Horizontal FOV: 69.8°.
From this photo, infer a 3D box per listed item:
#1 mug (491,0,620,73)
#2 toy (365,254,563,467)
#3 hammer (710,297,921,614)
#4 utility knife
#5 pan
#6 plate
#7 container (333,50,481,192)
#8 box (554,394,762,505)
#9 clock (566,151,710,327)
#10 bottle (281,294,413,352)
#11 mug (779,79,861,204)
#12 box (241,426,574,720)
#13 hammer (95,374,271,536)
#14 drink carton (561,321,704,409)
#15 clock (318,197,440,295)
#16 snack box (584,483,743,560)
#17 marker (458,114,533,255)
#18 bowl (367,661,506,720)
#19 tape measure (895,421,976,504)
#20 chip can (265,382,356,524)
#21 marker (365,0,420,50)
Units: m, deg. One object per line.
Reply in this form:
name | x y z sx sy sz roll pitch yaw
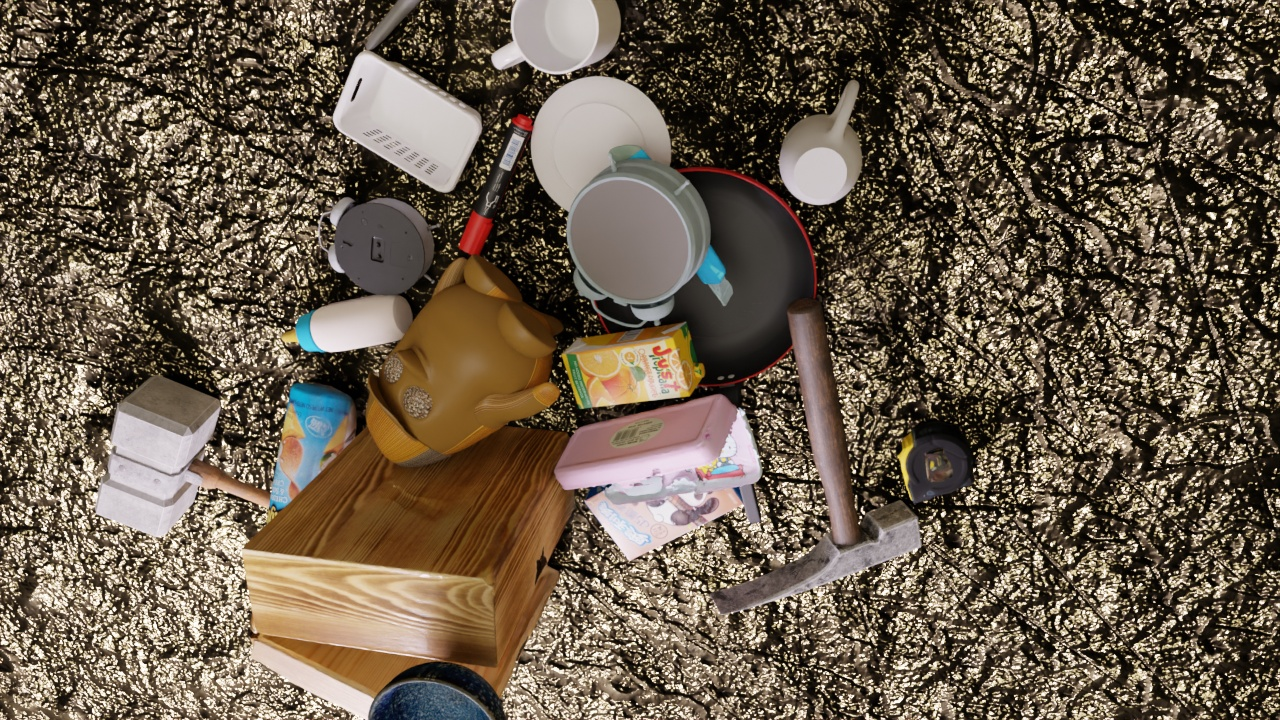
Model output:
mug | -0.078 -0.280 0.788 0.111 0.090 0.074 -22 107 19
toy | -0.184 0.014 0.885 0.203 0.162 0.198 -44 60 10
hammer | 0.144 0.092 0.871 0.217 0.037 0.301 -19 115 -6
utility knife | 0.032 -0.121 0.817 0.031 0.015 0.173 -30 102 23
pan | 0.076 -0.010 0.884 0.209 0.067 0.356 -10 111 15
plate | -0.039 -0.195 0.859 0.135 0.011 0.135 4 113 10
container | -0.211 -0.225 0.860 0.129 0.049 0.081 31 115 -3
box | 0.021 0.099 0.887 0.203 0.087 0.095 -16 125 40
clock | -0.006 -0.100 0.808 0.122 0.045 0.160 22 123 12
bottle | -0.312 -0.036 0.959 0.146 0.051 0.051 -9 110 15
mug | 0.161 -0.184 0.781 0.071 0.089 0.107 22 115 1
box | -0.223 0.210 0.922 0.257 0.278 0.216 7 115 9
hammer | -0.444 0.156 1.062 0.317 0.082 0.163 24 115 -8
drink carton | -0.005 0.005 0.860 0.123 0.041 0.058 -8 110 25
clock | -0.267 -0.118 0.925 0.123 0.035 0.095 14 114 6
snack box | 0.026 0.144 0.977 0.152 0.034 0.087 -31 103 22
marker | -0.139 -0.168 0.885 0.023 0.021 0.145 39 116 19
bowl | -0.160 0.291 0.759 0.114 0.060 0.114 3 112 8
tape measure | 0.289 0.098 0.902 0.072 0.042 0.072 -20 105 22
chip can | -0.360 0.142 0.999 0.080 0.079 0.229 12 95 6
marker | -0.207 -0.330 0.830 0.139 0.022 0.016 -39 110 22
